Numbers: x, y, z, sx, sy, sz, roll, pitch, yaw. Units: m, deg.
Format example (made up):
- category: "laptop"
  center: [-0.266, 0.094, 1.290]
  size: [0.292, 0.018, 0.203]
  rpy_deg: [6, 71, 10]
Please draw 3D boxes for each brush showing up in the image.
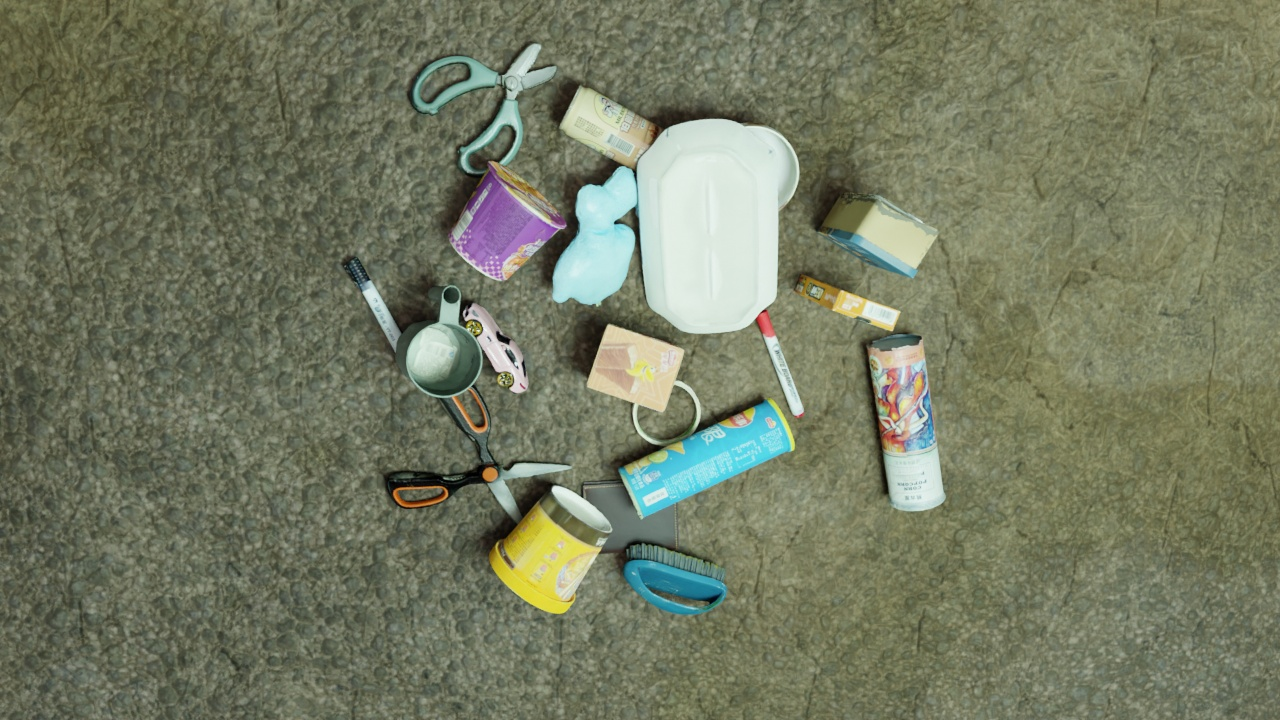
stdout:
- category: "brush"
  center: [0.044, 0.283, 1.162]
  size: [0.143, 0.073, 0.055]
  rpy_deg: [20, 139, -18]

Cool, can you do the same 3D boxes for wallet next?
- category: "wallet"
  center: [-0.012, 0.199, 1.173]
  size: [0.122, 0.020, 0.096]
  rpy_deg: [-3, 97, -5]

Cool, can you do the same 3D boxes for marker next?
- category: "marker"
  center: [-0.310, -0.061, 1.084]
  size: [0.023, 0.018, 0.131]
  rpy_deg: [-24, 103, 8]
- category: "marker"
  center: [0.176, 0.005, 1.152]
  size: [0.017, 0.017, 0.145]
  rpy_deg: [-23, 103, -1]

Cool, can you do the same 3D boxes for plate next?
- category: "plate"
  center: [0.080, -0.142, 1.059]
  size: [0.162, 0.034, 0.266]
  rpy_deg: [-2, 120, 3]

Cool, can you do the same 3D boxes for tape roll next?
- category: "tape roll"
  center: [0.032, 0.065, 1.151]
  size: [0.086, 0.014, 0.086]
  rpy_deg: [-1, 102, -6]

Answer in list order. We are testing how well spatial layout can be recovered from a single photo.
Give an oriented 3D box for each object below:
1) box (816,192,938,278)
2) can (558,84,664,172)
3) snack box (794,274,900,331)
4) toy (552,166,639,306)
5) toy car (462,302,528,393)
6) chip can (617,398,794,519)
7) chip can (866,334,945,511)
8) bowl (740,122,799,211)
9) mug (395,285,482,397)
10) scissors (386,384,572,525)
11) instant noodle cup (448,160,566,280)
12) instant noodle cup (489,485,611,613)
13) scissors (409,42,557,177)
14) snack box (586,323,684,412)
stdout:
- category: "box"
  center: [0.268, -0.145, 1.045]
  size: [0.090, 0.184, 0.062]
  rpy_deg: [29, 100, -6]
- category: "can"
  center: [-0.030, -0.262, 1.050]
  size: [0.116, 0.058, 0.058]
  rpy_deg: [26, 98, -11]
- category: "snack box"
  center: [0.238, -0.069, 1.072]
  size: [0.075, 0.153, 0.026]
  rpy_deg: [19, 99, -10]
- category: "toy"
  center: [-0.045, -0.135, 1.069]
  size: [0.161, 0.050, 0.156]
  rpy_deg: [-34, 130, -23]
- category: "toy car"
  center: [-0.168, -0.016, 1.089]
  size: [0.037, 0.056, 0.122]
  rpy_deg: [-29, 104, 4]
- category: "chip can"
  center: [0.081, 0.121, 1.133]
  size: [0.210, 0.071, 0.071]
  rpy_deg: [-24, 104, -4]
- category: "chip can"
  center: [0.335, 0.077, 1.158]
  size: [0.071, 0.071, 0.215]
  rpy_deg: [-12, 102, -4]
- category: "bowl"
  center: [0.123, -0.224, 1.066]
  size: [0.113, 0.062, 0.114]
  rpy_deg: [0, 120, 0]
- category: "mug"
  center: [-0.231, -0.025, 1.050]
  size: [0.083, 0.103, 0.124]
  rpy_deg: [6, 92, -23]
- category: "scissors"
  center: [-0.203, 0.126, 1.137]
  size: [0.233, 0.021, 0.221]
  rpy_deg: [-10, 108, -4]
- category: "instant noodle cup"
  center: [-0.156, -0.152, 1.040]
  size: [0.111, 0.111, 0.099]
  rpy_deg: [37, 105, -12]
- category: "instant noodle cup"
  center: [-0.105, 0.224, 1.117]
  size: [0.118, 0.118, 0.114]
  rpy_deg: [34, 95, -12]
- category: "scissors"
  center: [-0.184, -0.307, 1.044]
  size: [0.172, 0.019, 0.177]
  rpy_deg: [33, 98, -11]
- category: "snack box"
  center: [-0.006, 0.006, 1.085]
  size: [0.094, 0.093, 0.077]
  rpy_deg: [19, 93, -2]
